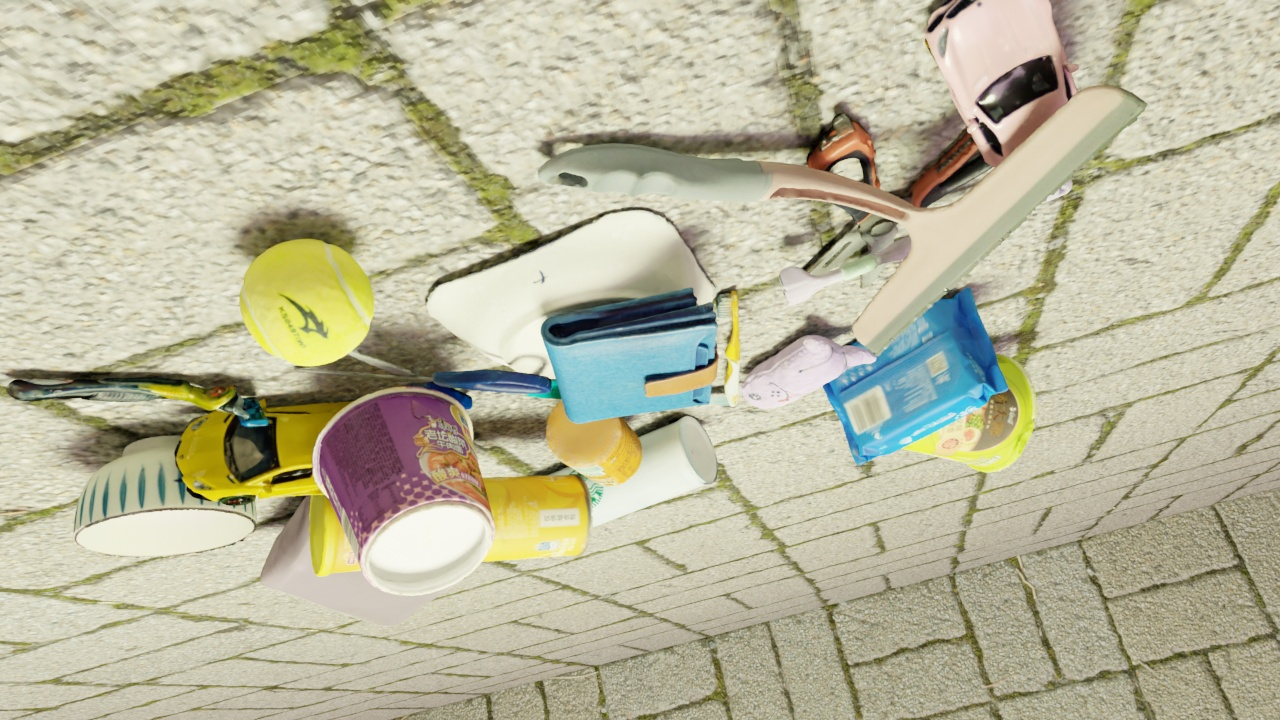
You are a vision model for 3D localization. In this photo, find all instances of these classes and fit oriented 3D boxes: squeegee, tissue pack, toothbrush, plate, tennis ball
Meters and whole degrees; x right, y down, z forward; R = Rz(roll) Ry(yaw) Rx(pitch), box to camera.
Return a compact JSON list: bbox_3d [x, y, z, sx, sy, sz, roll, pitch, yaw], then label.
[{"bbox_3d":[0.070,-0.088,0.483,0.249,0.040,0.248,7,153,-13],"label":"squeegee"},{"bbox_3d":[0.222,0.015,0.753,0.052,0.095,0.158,7,147,-41],"label":"tissue pack"},{"bbox_3d":[0.069,-0.004,0.717,0.018,0.016,0.191,-2,154,4],"label":"toothbrush"},{"bbox_3d":[-0.036,-0.027,0.594,0.164,0.034,0.163,-21,156,14],"label":"plate"},{"bbox_3d":[0.179,-0.078,0.579,0.189,0.021,0.029,-21,128,5],"label":"toothbrush"},{"bbox_3d":[-0.171,-0.030,0.474,0.065,0.065,0.065,-11,157,-5],"label":"tennis ball"}]

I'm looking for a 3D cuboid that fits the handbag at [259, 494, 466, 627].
[{"bbox_3d":[-0.244,0.162,0.827,0.145,0.098,0.198,19,144,-25],"label":"handbag"}]

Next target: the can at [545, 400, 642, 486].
[{"bbox_3d":[-0.035,0.068,0.756,0.058,0.058,0.146,-15,165,3],"label":"can"}]

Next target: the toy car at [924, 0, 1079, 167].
[{"bbox_3d":[0.180,-0.134,0.445,0.056,0.037,0.122,-32,141,20],"label":"toy car"}]

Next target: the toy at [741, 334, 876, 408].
[{"bbox_3d":[0.131,0.010,0.758,0.083,0.039,0.108,11,146,-35],"label":"toy"}]

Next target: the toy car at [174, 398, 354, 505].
[{"bbox_3d":[-0.239,0.063,0.640,0.155,0.071,0.041,-1,155,-26],"label":"toy car"}]

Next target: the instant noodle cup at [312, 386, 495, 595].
[{"bbox_3d":[-0.147,0.089,0.595,0.111,0.099,0.112,-17,133,-20],"label":"instant noodle cup"}]

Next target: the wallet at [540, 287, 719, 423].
[{"bbox_3d":[-0.004,0.003,0.591,0.106,0.040,0.133,-8,157,-2],"label":"wallet"}]

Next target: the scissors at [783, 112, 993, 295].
[{"bbox_3d":[0.153,-0.098,0.561,0.189,0.015,0.226,-23,156,21],"label":"scissors"}]

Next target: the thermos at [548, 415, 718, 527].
[{"bbox_3d":[-0.038,0.124,0.890,0.225,0.073,0.073,-25,154,25],"label":"thermos"}]

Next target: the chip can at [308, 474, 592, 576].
[{"bbox_3d":[-0.147,0.126,0.725,0.213,0.072,0.072,2,153,-28],"label":"chip can"}]

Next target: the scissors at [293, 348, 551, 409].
[{"bbox_3d":[-0.140,0.014,0.615,0.162,0.012,0.173,0,166,16],"label":"scissors"}]

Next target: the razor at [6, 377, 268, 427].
[{"bbox_3d":[-0.309,0.020,0.571,0.142,0.022,0.043,7,-167,-33],"label":"razor"}]

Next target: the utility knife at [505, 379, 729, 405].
[{"bbox_3d":[-0.006,0.028,0.759,0.222,0.013,0.029,6,150,-34],"label":"utility knife"}]

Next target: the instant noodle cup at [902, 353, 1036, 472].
[{"bbox_3d":[0.272,0.043,0.837,0.123,0.111,0.112,6,151,-23],"label":"instant noodle cup"}]

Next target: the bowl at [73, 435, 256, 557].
[{"bbox_3d":[-0.339,0.095,0.661,0.116,0.066,0.117,-10,157,-5],"label":"bowl"}]
